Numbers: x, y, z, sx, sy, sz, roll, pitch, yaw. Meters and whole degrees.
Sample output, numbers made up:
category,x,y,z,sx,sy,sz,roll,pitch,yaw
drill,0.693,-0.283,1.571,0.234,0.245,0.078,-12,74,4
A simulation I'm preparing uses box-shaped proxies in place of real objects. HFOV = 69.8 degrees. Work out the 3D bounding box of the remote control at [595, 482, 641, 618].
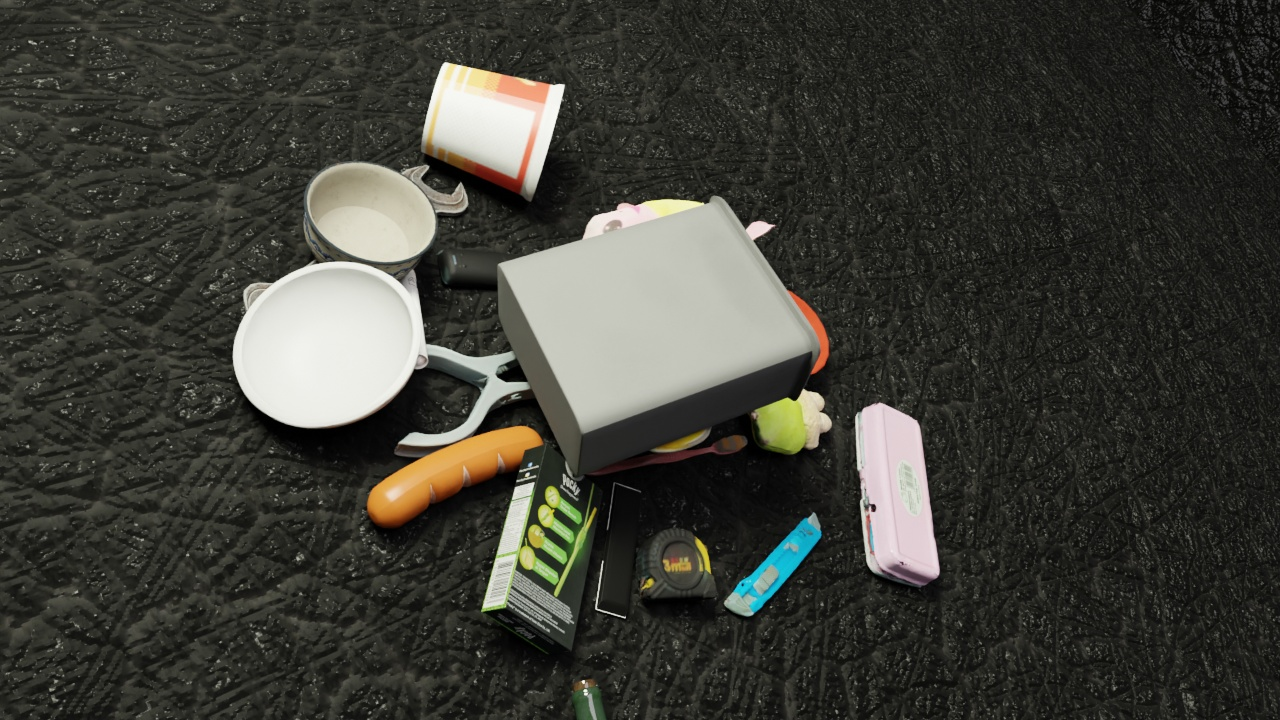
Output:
category,x,y,z,sx,sy,sz,roll,pitch,yaw
remote control,-0.017,0.164,0.810,0.028,0.012,0.124,21,50,-16

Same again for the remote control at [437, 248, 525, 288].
category,x,y,z,sx,sy,sz,roll,pitch,yaw
remote control,-0.128,-0.092,0.922,0.151,0.020,0.041,0,59,-33

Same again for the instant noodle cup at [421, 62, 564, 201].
category,x,y,z,sx,sy,sz,roll,pitch,yaw
instant noodle cup,-0.155,-0.243,0.953,0.121,0.124,0.123,16,51,-11

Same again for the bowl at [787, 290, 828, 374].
category,x,y,z,sx,sy,sz,roll,pitch,yaw
bowl,0.150,-0.027,1.027,0.122,0.035,0.121,15,52,-21

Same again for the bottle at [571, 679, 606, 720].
category,x,y,z,sx,sy,sz,roll,pitch,yaw
bottle,-0.023,0.321,0.667,0.055,0.055,0.174,2,56,-29

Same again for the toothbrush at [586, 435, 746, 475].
category,x,y,z,sx,sy,sz,roll,pitch,yaw
toothbrush,0.027,0.093,0.885,0.184,0.016,0.015,-7,68,-32

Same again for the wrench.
category,x,y,z,sx,sy,sz,roll,pitch,yaw
wrench,-0.260,-0.112,0.865,0.070,0.010,0.272,39,47,0

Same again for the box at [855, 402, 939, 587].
category,x,y,z,sx,sy,sz,roll,pitch,yaw
box,0.273,0.141,0.982,0.086,0.045,0.201,23,49,-22

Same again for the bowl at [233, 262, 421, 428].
category,x,y,z,sx,sy,sz,roll,pitch,yaw
bowl,-0.252,-0.007,0.755,0.149,0.043,0.149,0,64,-1

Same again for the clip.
category,x,y,z,sx,sy,sz,roll,pitch,yaw
clip,-0.173,0.004,0.823,0.171,0.029,0.143,-26,75,-40

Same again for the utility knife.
category,x,y,z,sx,sy,sz,roll,pitch,yaw
utility knife,0.132,0.193,0.875,0.031,0.015,0.158,50,47,4

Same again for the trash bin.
category,x,y,z,sx,sy,sz,roll,pitch,yaw
trash bin,0.011,-0.026,0.806,0.219,0.098,0.191,-19,61,-19

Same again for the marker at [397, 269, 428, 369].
category,x,y,z,sx,sy,sz,roll,pitch,yaw
marker,-0.206,-0.042,0.818,0.020,0.017,0.133,32,25,-39

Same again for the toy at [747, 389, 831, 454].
category,x,y,z,sx,sy,sz,roll,pitch,yaw
toy,0.155,0.056,0.966,0.115,0.046,0.092,1,59,-38

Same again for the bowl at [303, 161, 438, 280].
category,x,y,z,sx,sy,sz,roll,pitch,yaw
bowl,-0.247,-0.116,0.826,0.115,0.059,0.115,15,52,-21

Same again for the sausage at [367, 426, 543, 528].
category,x,y,z,sx,sy,sz,roll,pitch,yaw
sausage,-0.152,0.092,0.763,0.163,0.039,0.044,-22,76,-39

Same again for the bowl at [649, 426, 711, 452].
category,x,y,z,sx,sy,sz,roll,pitch,yaw
bowl,-0.005,0.005,0.878,0.188,0.060,0.219,-13,60,-18

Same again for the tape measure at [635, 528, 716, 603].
category,x,y,z,sx,sy,sz,roll,pitch,yaw
tape measure,0.027,0.181,0.808,0.067,0.038,0.062,4,65,-24

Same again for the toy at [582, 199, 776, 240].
category,x,y,z,sx,sy,sz,roll,pitch,yaw
toy,0.043,-0.132,0.999,0.237,0.088,0.190,-11,29,-36

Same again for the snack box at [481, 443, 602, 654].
category,x,y,z,sx,sy,sz,roll,pitch,yaw
snack box,-0.076,0.152,0.750,0.080,0.025,0.147,46,39,-36
